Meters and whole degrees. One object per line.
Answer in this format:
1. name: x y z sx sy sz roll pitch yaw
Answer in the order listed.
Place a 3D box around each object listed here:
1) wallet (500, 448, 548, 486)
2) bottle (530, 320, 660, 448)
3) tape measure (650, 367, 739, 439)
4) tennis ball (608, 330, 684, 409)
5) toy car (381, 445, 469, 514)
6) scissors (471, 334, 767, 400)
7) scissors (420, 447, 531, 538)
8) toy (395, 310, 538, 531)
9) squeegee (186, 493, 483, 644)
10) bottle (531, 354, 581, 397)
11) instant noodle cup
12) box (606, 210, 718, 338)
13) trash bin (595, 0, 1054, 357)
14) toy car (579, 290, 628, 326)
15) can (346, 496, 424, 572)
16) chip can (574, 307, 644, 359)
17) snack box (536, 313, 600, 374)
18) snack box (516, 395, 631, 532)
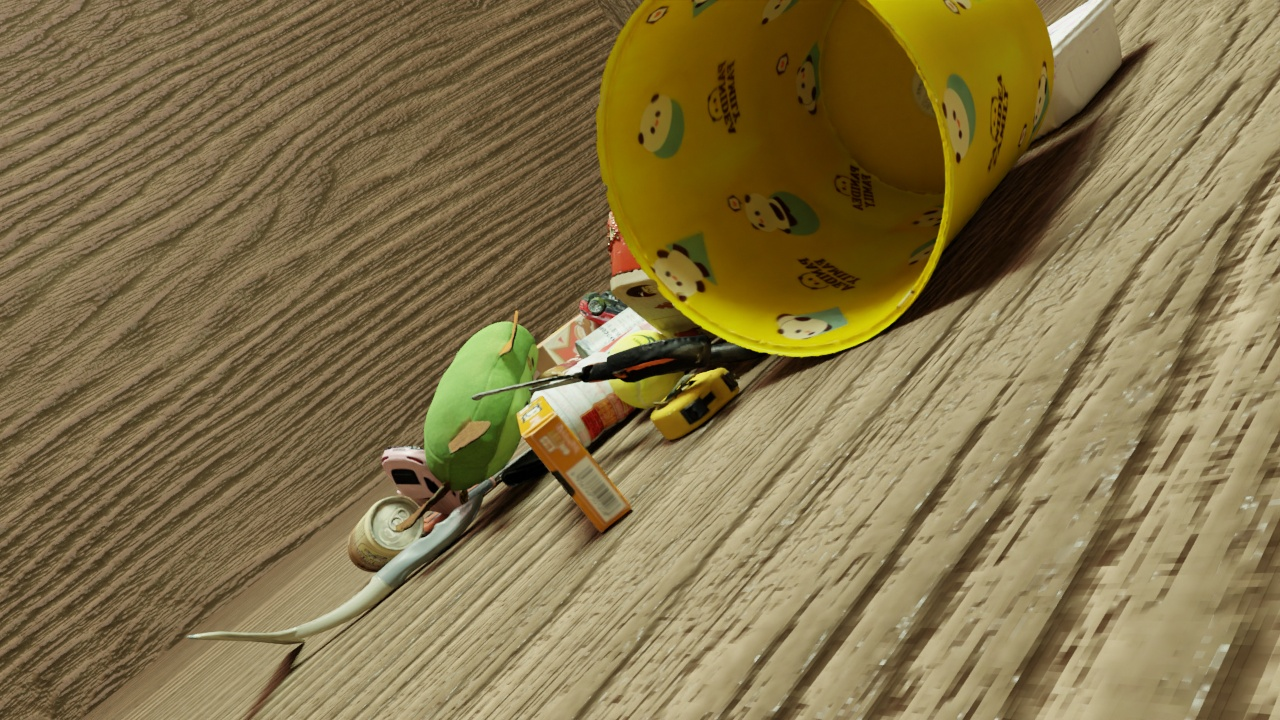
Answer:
1. wallet: -0.076 0.080 0.902 0.097 0.019 0.121 -41 9 -39
2. bottle: -0.005 0.005 0.836 0.196 0.068 0.068 -36 6 -18
3. tape measure: 0.033 0.028 0.633 0.057 0.029 0.060 -40 7 -20
4. tennis ball: 0.004 0.008 0.767 0.065 0.065 0.065 -36 6 4
5. toy car: -0.217 0.125 0.928 0.056 0.122 0.037 -1 53 19
6. scissors: -0.009 0.008 0.676 0.224 0.021 0.221 -9 -4 -20
7. scissors: -0.164 0.134 1.008 0.207 0.015 0.194 -31 8 47
8. toy: -0.149 0.045 0.859 0.228 0.090 0.246 -59 10 35
9. squeegee: -0.244 0.202 0.841 0.246 0.039 0.247 -31 -13 -13
10. bottle: -0.054 0.018 0.992 0.058 0.057 0.174 -34 -1 26
11. instant noodle cup: 0.319 -0.222 0.753 0.173 0.060 0.138 -40 7 -35
12. box: 0.036 -0.076 0.738 0.091 0.079 0.168 -10 -17 17
13. trash bin: 0.138 -0.158 0.603 0.254 0.229 0.230 -35 3 -43
14. toy car: -0.013 -0.044 1.052 0.052 0.120 0.045 -38 -31 -69
15. can: -0.265 0.181 0.950 0.058 0.058 0.117 -41 0 -35
16. chip can: 0.041 -0.050 0.918 0.214 0.071 0.071 -36 6 -10
17. snack box: -0.067 -0.003 1.111 0.094 0.093 0.077 -39 7 -22
18. snack box: -0.048 0.063 0.602 0.026 0.075 0.154 -38 6 -6
